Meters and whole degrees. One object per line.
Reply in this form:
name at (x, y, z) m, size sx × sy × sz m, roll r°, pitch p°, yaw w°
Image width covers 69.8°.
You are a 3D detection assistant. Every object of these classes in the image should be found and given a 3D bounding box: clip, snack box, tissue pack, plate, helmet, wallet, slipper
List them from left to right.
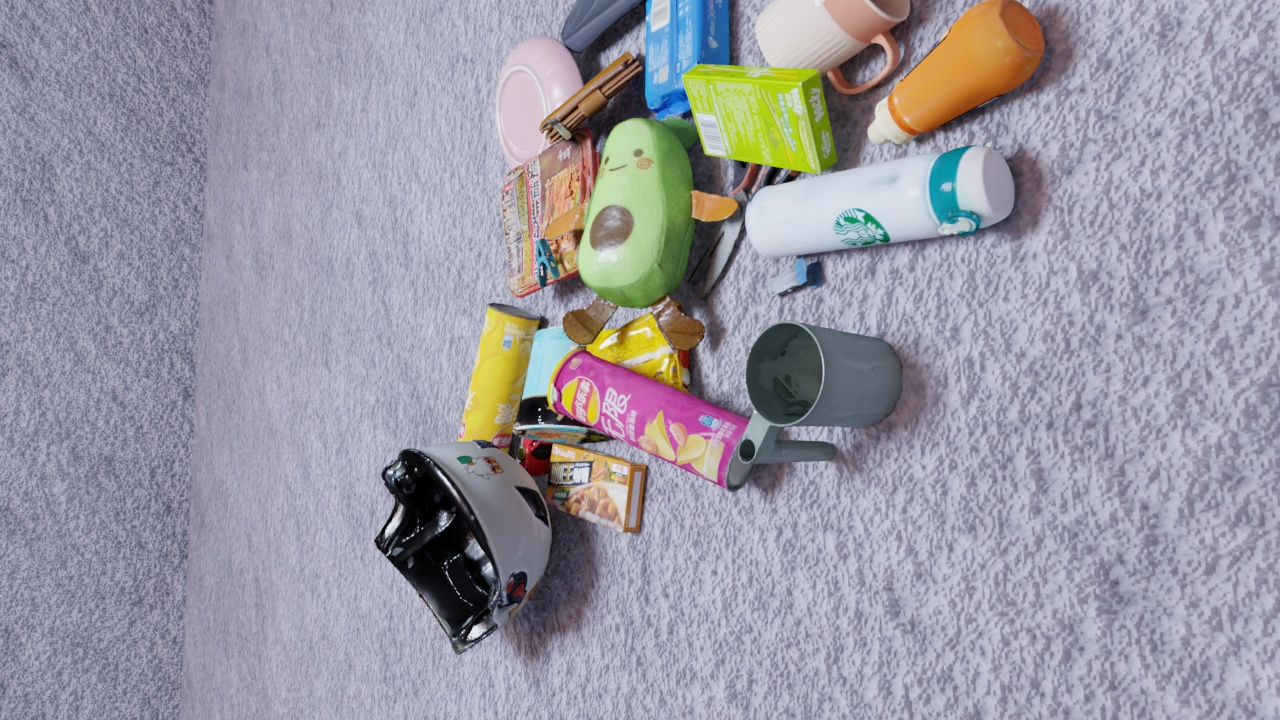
helmet at (-0.190, 0.199, 1.087) m, size 0.230 × 0.156 × 0.275 m, roll 42°, pitch 133°, yaw 26°
plate at (-0.135, -0.306, 1.150) m, size 0.193 × 0.039 × 0.192 m, roll 21°, pitch 116°, yaw 49°
clip at (-0.106, -0.111, 1.026) m, size 0.033 × 0.013 × 0.054 m, roll -24°, pitch 74°, yaw 49°
wallet at (-0.056, -0.292, 1.017) m, size 0.131 × 0.035 × 0.119 m, roll -37°, pitch 22°, yaw 10°
snack box at (-0.053, 0.142, 1.040) m, size 0.154 × 0.026 × 0.075 m, roll 8°, pitch 91°, yaw 51°
slipper at (-0.030, -0.441, 1.017) m, size 0.269 × 0.083 × 0.110 m, roll -24°, pitch 45°, yaw 51°
tissue pack at (0.049, -0.330, 0.952) m, size 0.095 × 0.052 × 0.157 m, roll -8°, pitch 79°, yaw 52°
snack box at (0.105, -0.221, 0.829) m, size 0.156 × 0.026 × 0.086 m, roll 25°, pitch 144°, yaw 49°
clip at (0.139, -0.073, 0.838) m, size 0.058 × 0.042 × 0.026 m, roll -23°, pitch 69°, yaw 50°

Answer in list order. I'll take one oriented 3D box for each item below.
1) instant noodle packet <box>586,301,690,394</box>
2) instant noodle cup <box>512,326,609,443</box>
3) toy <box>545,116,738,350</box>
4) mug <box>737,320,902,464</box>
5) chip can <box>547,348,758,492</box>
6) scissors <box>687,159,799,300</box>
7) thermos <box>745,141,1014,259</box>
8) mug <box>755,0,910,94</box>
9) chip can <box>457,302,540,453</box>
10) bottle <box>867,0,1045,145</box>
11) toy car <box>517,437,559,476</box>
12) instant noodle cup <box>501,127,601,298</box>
instant noodle packet at (-0.006, 0.006, 0.970) m, size 0.129 × 0.044 × 0.110 m, roll -18°, pitch 65°, yaw 33°
instant noodle cup at (-0.087, 0.027, 1.042) m, size 0.111 × 0.111 × 0.120 m, roll -13°, pitch 70°, yaw 50°
toy at (-0.004, -0.133, 0.929) m, size 0.227 × 0.090 × 0.246 m, roll 0°, pitch 82°, yaw 27°
mug at (0.142, 0.031, 0.752) m, size 0.083 × 0.103 × 0.124 m, roll 43°, pitch 119°, yaw 44°
chip can at (0.013, 0.054, 0.883) m, size 0.211 × 0.071 × 0.071 m, roll 22°, pitch 103°, yaw 30°
scissors at (0.099, -0.166, 0.901) m, size 0.202 × 0.015 × 0.206 m, roll -18°, pitch 73°, yaw 48°
thermos at (0.188, -0.124, 0.743) m, size 0.225 × 0.073 × 0.073 m, roll -1°, pitch 85°, yaw 51°
mug at (0.170, -0.284, 0.786) m, size 0.106 × 0.081 × 0.114 m, roll -29°, pitch 93°, yaw 48°
chip can at (-0.185, 0.036, 1.183) m, size 0.072 × 0.072 × 0.213 m, roll 27°, pitch 105°, yaw 49°
bottle at (0.233, -0.212, 0.708) m, size 0.150 × 0.066 × 0.066 m, roll -33°, pitch 60°, yaw 53°
toy car at (-0.116, 0.090, 1.107) m, size 0.031 × 0.049 × 0.106 m, roll 24°, pitch 103°, yaw 52°
instant noodle cup at (-0.087, -0.168, 1.078) m, size 0.189 × 0.079 × 0.164 m, roll -17°, pitch 74°, yaw 49°
